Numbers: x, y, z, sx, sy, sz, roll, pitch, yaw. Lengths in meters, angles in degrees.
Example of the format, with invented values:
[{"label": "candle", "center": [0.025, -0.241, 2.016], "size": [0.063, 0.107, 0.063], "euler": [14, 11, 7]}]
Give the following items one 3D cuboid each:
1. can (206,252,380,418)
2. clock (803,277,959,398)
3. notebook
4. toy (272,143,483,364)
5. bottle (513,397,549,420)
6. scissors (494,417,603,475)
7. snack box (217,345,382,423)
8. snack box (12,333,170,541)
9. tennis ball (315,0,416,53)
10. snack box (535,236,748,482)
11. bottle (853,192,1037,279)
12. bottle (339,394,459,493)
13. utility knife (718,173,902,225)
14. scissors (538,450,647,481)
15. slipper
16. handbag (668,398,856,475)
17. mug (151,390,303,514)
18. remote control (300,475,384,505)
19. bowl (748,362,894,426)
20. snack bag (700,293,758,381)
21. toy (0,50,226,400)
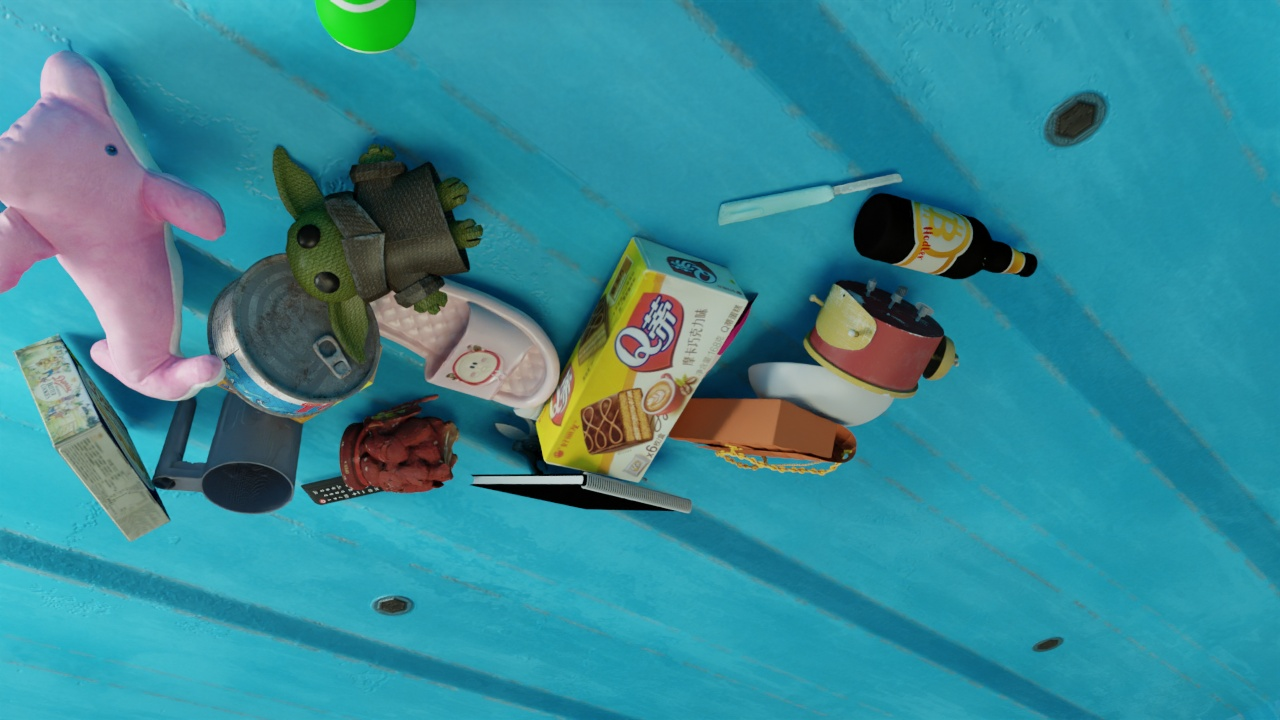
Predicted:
[{"label": "can", "center": [-0.283, -0.021, 0.756], "size": [0.044, 0.129, 0.130], "euler": [-23, 138, 37]}, {"label": "clock", "center": [0.240, -0.028, 0.878], "size": [0.158, 0.117, 0.081], "euler": [9, 117, -28]}, {"label": "notebook", "center": [-0.058, 0.144, 0.988], "size": [0.149, 0.016, 0.206], "euler": [-5, 163, 33]}, {"label": "toy", "center": [-0.206, -0.098, 0.733], "size": [0.152, 0.078, 0.179], "euler": [-19, 103, -3]}, {"label": "bottle", "center": [-0.065, 0.052, 0.962], "size": [0.136, 0.044, 0.044], "euler": [17, 131, -26]}, {"label": "scissors", "center": [-0.097, 0.105, 1.014], "size": [0.124, 0.019, 0.155], "euler": [2, 140, -4]}, {"label": "snack box", "center": [-0.315, 0.005, 0.848], "size": [0.126, 0.040, 0.088], "euler": [-24, 137, 37]}, {"label": "snack box", "center": [-0.497, 0.070, 0.835], "size": [0.042, 0.145, 0.145], "euler": [-30, 143, -23]}, {"label": "tennis ball", "center": [-0.184, -0.240, 0.616], "size": [0.065, 0.065, 0.065], "euler": [-5, 137, -5]}, {"label": "snack box", "center": [-0.005, 0.005, 0.877], "size": [0.110, 0.061, 0.231], "euler": [16, 119, -25]}, {"label": "bottle", "center": [0.288, -0.105, 0.844], "size": [0.181, 0.059, 0.059], "euler": [10, 134, -20]}, {"label": "bottle", "center": [-0.245, 0.090, 0.945], "size": [0.111, 0.098, 0.099], "euler": [-2, 138, 7]}, {"label": "utility knife", "center": [0.150, -0.144, 0.811], "size": [0.165, 0.015, 0.022], "euler": [-11, 138, 4]}, {"label": "scissors", "center": [-0.068, 0.118, 1.055], "size": [0.175, 0.014, 0.142], "euler": [23, 131, -27]}, {"label": "slipper", "center": [-0.172, -0.022, 0.848], "size": [0.221, 0.055, 0.107], "euler": [31, 124, -24]}, {"label": "handbag", "center": [0.123, 0.082, 0.950], "size": [0.108, 0.060, 0.172], "euler": [19, 168, -31]}, {"label": "mug", "center": [-0.395, 0.082, 0.893], "size": [0.124, 0.103, 0.084], "euler": [6, 135, -16]}, {"label": "remote control", "center": [-0.307, 0.135, 1.029], "size": [0.147, 0.015, 0.033], "euler": [-13, 137, 4]}, {"label": "bowl", "center": [0.181, 0.041, 0.936], "size": [0.149, 0.043, 0.149], "euler": [11, 169, 2]}, {"label": "snack bag", "center": [0.056, 0.014, 0.931], "size": [0.016, 0.070, 0.197], "euler": [38, 126, 1]}, {"label": "toy", "center": [-0.403, -0.082, 0.667], "size": [0.187, 0.127, 0.266], "euler": [8, 118, 27]}]
